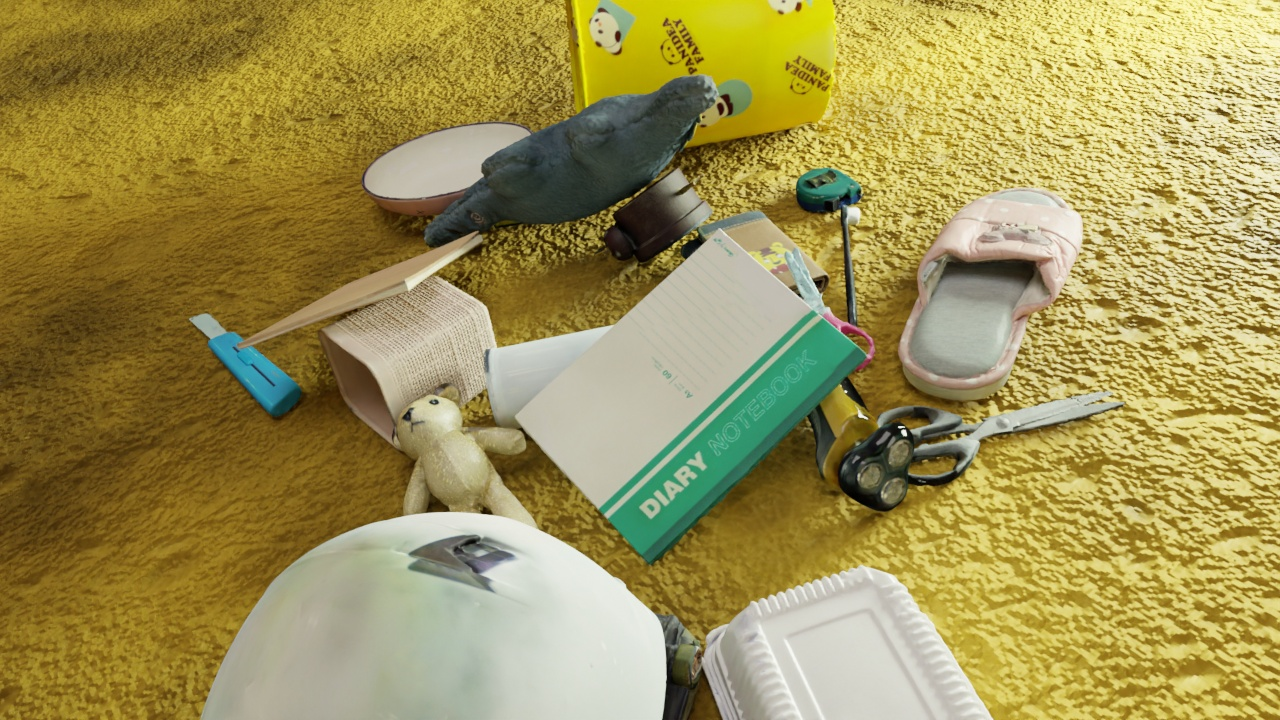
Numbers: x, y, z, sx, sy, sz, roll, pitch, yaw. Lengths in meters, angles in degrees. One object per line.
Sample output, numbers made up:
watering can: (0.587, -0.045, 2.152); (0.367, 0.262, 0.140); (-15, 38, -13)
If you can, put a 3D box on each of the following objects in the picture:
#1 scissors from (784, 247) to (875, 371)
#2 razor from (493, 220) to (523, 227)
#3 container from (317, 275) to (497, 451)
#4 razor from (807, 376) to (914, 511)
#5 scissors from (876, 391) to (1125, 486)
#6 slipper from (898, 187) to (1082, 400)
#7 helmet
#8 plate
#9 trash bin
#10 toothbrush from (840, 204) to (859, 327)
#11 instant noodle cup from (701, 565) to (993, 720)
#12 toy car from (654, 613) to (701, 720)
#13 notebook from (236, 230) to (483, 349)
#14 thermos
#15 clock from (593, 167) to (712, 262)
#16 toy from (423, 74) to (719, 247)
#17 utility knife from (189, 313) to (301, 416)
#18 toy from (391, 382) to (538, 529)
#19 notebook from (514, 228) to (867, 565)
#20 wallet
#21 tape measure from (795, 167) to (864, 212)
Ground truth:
scissors: (0.148, -0.044, 0.751); (0.064, 0.017, 0.135); (-15, 56, 4)
razor: (-0.128, -0.150, 0.941); (0.143, 0.022, 0.042); (-7, 12, 6)
container: (-0.181, -0.004, 0.745); (0.090, 0.090, 0.110); (29, 52, 36)
razor: (0.142, 0.032, 0.655); (0.068, 0.062, 0.167); (-45, 36, 22)
scissors: (0.252, 0.040, 0.657); (0.142, 0.014, 0.172); (29, 55, 35)
slipper: (0.284, -0.073, 0.744); (0.114, 0.054, 0.273); (17, 49, 28)
helmet: (-0.124, 0.170, 0.459); (0.259, 0.146, 0.228); (-3, 48, 27)
plate: (-0.202, -0.203, 0.993); (0.192, 0.039, 0.192); (-8, 35, 6)
trash bin: (0.054, -0.328, 0.961); (0.255, 0.230, 0.229); (-6, 42, -4)
toothbrush: (0.186, -0.084, 0.808); (0.018, 0.016, 0.180); (6, 43, 6)
instant noodle cup: (0.118, 0.187, 0.491); (0.138, 0.060, 0.173); (-17, 43, -7)
toy car: (-0.011, 0.210, 0.504); (0.070, 0.042, 0.157); (4, 48, 20)
notebook: (-0.231, -0.065, 0.790); (0.150, 0.012, 0.211); (-18, 15, 11)
thermos: (-0.004, 0.004, 0.714); (0.224, 0.073, 0.073); (-11, 42, -1)
clock: (0.009, -0.127, 0.845); (0.122, 0.055, 0.081); (-32, 11, 20)
toy: (-0.058, -0.180, 0.843); (0.357, 0.091, 0.137); (-18, 6, 35)
utility knife: (-0.366, -0.003, 0.835); (0.034, 0.018, 0.203); (-38, 47, -26)
toy: (-0.127, 0.085, 0.651); (0.105, 0.066, 0.157); (-40, 57, 1)
notebook: (0.033, 0.020, 0.651); (0.209, 0.012, 0.150); (-43, 66, -7)
wallet: (0.100, -0.085, 0.817); (0.090, 0.033, 0.115); (-22, 46, -14)
tape measure: (0.179, -0.167, 0.893); (0.054, 0.025, 0.058); (-25, 43, -16)
